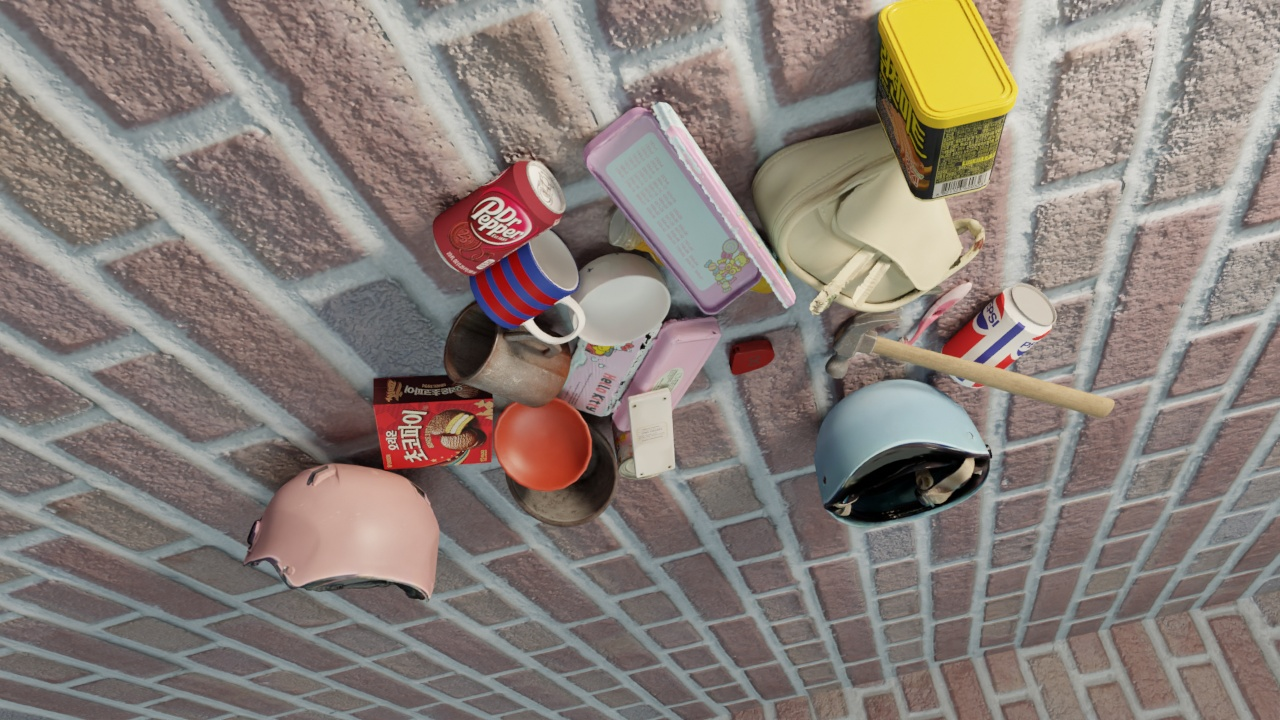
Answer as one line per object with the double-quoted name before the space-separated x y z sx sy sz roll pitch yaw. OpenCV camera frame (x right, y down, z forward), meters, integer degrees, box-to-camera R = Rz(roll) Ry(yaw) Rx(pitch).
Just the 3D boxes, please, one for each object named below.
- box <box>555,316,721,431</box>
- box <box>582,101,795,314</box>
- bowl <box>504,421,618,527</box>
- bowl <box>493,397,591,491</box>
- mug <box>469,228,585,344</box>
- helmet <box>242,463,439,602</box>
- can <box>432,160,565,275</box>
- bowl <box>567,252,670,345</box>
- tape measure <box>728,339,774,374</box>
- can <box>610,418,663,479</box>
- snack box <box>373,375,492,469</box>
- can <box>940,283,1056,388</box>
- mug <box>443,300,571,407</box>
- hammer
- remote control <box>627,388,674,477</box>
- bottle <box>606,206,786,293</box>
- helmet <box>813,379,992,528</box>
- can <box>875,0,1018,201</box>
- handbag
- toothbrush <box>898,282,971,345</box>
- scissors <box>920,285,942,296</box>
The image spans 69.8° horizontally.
"box" -0.005 0.014 1.066 0.155 0.058 0.202 5 143 -20
"box" 0.049 -0.116 0.799 0.090 0.092 0.214 -36 125 8
"bowl" -0.094 0.133 1.176 0.145 0.145 0.067 -19 -171 13
"bowl" -0.116 0.096 1.116 0.122 0.122 0.035 -19 -171 13
"mug" -0.101 -0.064 0.880 0.076 0.112 0.074 -29 -174 26
"helmet" -0.367 0.208 1.155 0.229 0.152 0.256 12 171 -26
"can" -0.127 -0.126 0.816 0.114 0.063 0.063 -28 143 24
"bowl" -0.025 -0.068 0.933 0.105 0.054 0.105 -12 145 -9
"tape measure" 0.134 -0.005 1.107 0.051 0.019 0.059 -10 154 -5
"can" -0.001 0.105 1.182 0.067 0.076 0.067 -7 146 -5
"snack box" -0.247 0.076 1.109 0.132 0.035 0.152 -3 146 -12
"can" 0.429 -0.028 1.106 0.070 0.070 0.132 6 143 -23
"mug" -0.127 -0.007 0.960 0.123 0.096 0.110 -9 161 42
"hammer" 0.394 0.016 1.090 0.331 0.030 0.120 17 138 3
"remote control" 0.014 0.088 1.101 0.050 0.011 0.136 -13 134 -8
"bottle" 0.057 -0.111 0.899 0.186 0.053 0.053 12 140 -29
"helmet" 0.343 0.123 1.219 0.226 0.166 0.266 -17 144 14
"can" 0.237 -0.208 0.734 0.072 0.130 0.101 -12 149 3
"handbag" 0.232 -0.118 0.879 0.184 0.131 0.229 -29 145 16
"toothbrush" 0.350 -0.052 1.101 0.021 0.016 0.135 7 140 -26
"scissors" 0.284 -0.088 1.024 0.151 0.019 0.120 -24 148 28
